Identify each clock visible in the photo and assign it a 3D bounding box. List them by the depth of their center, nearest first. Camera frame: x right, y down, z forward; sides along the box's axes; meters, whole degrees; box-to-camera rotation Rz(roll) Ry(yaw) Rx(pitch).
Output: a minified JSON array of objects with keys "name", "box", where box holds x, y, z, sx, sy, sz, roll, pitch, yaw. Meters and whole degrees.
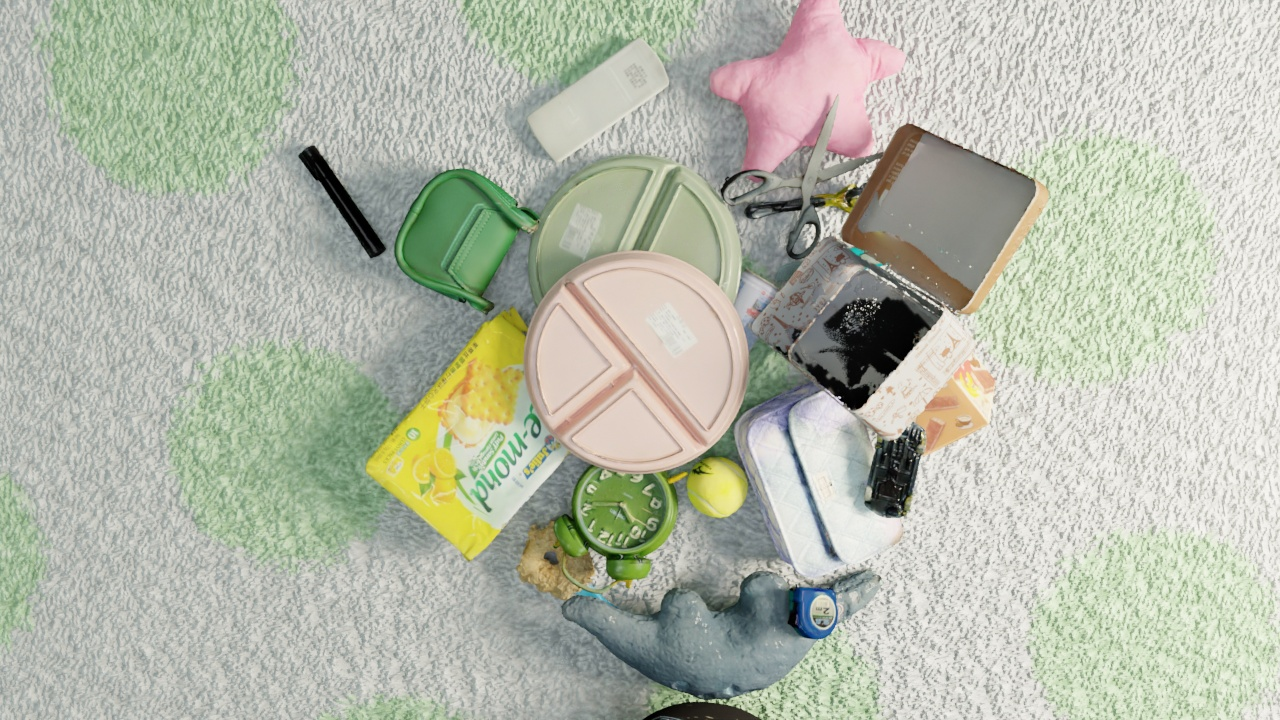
[{"name":"clock","box":[-0.026,0.170,0.978,0.116,0.056,0.161,26,82,8]}]

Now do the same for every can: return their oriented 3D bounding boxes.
[{"name":"can","box":[0.096,-0.028,0.967,0.053,0.053,0.135,31,98,-3]}]

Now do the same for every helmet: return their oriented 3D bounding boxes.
[{"name":"helmet","box":[0.070,0.471,0.951,0.229,0.234,0.275,-43,116,-36]}]

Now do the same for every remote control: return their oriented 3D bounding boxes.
[{"name":"remote control","box":[-0.044,-0.268,0.948,0.150,0.021,0.058,-33,97,6]}]

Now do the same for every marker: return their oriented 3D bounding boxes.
[{"name":"marker","box":[-0.315,-0.167,0.972,0.020,0.022,0.132,-27,99,42]}]

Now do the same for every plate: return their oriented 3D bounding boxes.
[{"name":"plate","box":[-0.005,0.005,0.919,0.229,0.028,0.229,1,99,3]},{"name":"plate","box":[-0.011,-0.099,0.949,0.230,0.027,0.230,0,92,12]}]

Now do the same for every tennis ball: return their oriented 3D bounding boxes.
[{"name":"tennis ball","box":[0.082,0.136,0.987,0.065,0.065,0.065,0,99,1]}]

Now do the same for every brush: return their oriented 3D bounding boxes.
[{"name":"brush","box":[-0.035,0.275,1.030,0.254,0.046,0.083,41,94,-9]}]

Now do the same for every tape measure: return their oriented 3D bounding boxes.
[{"name":"tape measure","box":[0.179,0.262,0.956,0.058,0.025,0.054,12,76,-29]}]

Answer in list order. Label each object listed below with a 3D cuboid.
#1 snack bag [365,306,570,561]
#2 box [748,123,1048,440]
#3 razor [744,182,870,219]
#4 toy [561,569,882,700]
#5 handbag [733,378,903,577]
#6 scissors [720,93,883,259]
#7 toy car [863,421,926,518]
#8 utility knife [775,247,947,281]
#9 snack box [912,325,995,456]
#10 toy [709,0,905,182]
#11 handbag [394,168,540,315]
[{"name":"snack bag","box":[-0.165,0.080,0.984,0.158,0.068,0.246,41,97,-5]},{"name":"box","box":[0.249,-0.079,0.875,0.088,0.178,0.262,30,101,-42]},{"name":"razor","box":[0.179,-0.163,0.960,0.143,0.022,0.043,-6,124,4]},{"name":"toy","box":[0.097,0.296,0.996,0.356,0.091,0.138,-6,94,-7]},{"name":"handbag","box":[0.190,0.126,0.974,0.134,0.075,0.194,-24,99,-9]},{"name":"scissors","box":[0.165,-0.184,0.924,0.159,0.014,0.177,8,122,-11]},{"name":"toy car","box":[0.256,0.108,0.924,0.049,0.031,0.106,14,110,19]},{"name":"utility knife","box":[0.238,-0.107,0.971,0.193,0.013,0.029,-11,99,4]},{"name":"snack box","box":[0.300,0.025,0.938,0.077,0.092,0.094,-35,98,35]},{"name":"toy","box":[0.169,-0.259,0.921,0.195,0.074,0.178,-44,106,11]},{"name":"handbag","box":[-0.181,-0.126,0.950,0.120,0.068,0.131,30,98,-1]}]
